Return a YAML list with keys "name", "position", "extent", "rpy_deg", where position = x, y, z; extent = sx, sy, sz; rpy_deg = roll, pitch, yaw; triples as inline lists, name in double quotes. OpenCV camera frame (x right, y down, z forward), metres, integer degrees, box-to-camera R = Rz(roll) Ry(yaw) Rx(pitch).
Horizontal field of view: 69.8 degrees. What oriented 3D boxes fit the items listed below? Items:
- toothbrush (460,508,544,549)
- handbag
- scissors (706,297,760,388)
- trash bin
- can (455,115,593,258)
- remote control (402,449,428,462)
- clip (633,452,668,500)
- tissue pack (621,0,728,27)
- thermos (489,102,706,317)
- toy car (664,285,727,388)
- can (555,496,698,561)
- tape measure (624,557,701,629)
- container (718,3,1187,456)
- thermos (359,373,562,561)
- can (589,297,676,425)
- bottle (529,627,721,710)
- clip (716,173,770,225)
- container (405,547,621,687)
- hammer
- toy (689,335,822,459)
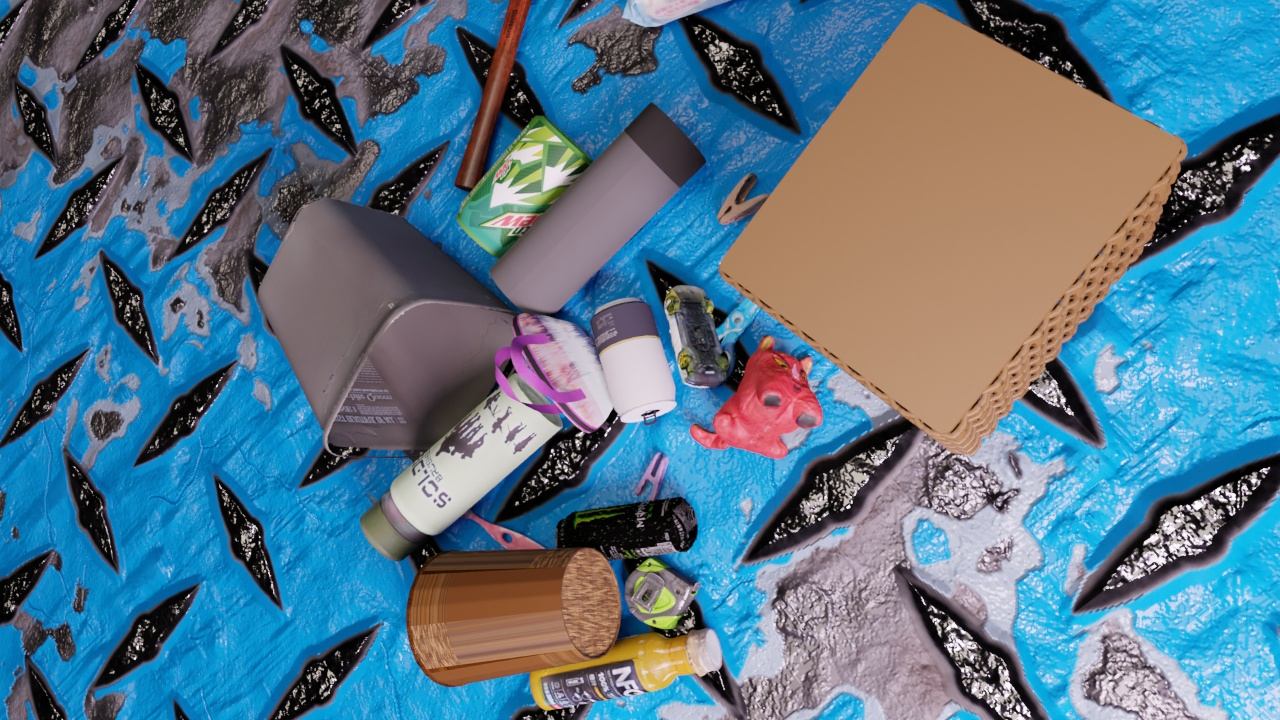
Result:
- name: "toothbrush"
  position: [-0.147, 0.185, 0.975]
  extent: [0.135, 0.016, 0.021]
  rpy_deg: [23, 91, 25]
- name: "handbag"
  position: [-0.089, 0.014, 0.889]
  extent: [0.068, 0.169, 0.144]
  rpy_deg: [-36, 81, 13]
- name: "scissors"
  position: [0.092, -0.034, 0.911]
  extent: [0.135, 0.015, 0.066]
  rpy_deg: [-49, 64, 7]
- name: "trash bin"
  position: [-0.273, -0.042, 0.971]
  extent: [0.220, 0.197, 0.198]
  rpy_deg: [45, 111, 29]
- name: "can"
  position: [-0.125, -0.184, 0.989]
  extent: [0.144, 0.083, 0.083]
  rpy_deg: [-47, 67, 10]
- name: "remote control"
  position: [-0.246, 0.101, 1.032]
  extent: [0.136, 0.015, 0.032]
  rpy_deg: [44, 99, 21]
- name: "clip"
  position: [0.016, 0.122, 0.918]
  extent: [0.052, 0.014, 0.041]
  rpy_deg: [-46, 67, 13]
- name: "tissue pack"
  position: [0.063, -0.426, 0.956]
  extent: [0.182, 0.070, 0.112]
  rpy_deg: [-11, 77, 24]
- name: "thermos"
  position: [-0.044, -0.151, 0.949]
  extent: [0.241, 0.082, 0.082]
  rpy_deg: [-44, 68, 11]
- name: "toy car"
  position: [0.052, -0.022, 0.898]
  extent: [0.033, 0.048, 0.105]
  rpy_deg: [-38, 59, 54]
- name: "can"
  position: [-0.013, 0.167, 0.899]
  extent: [0.138, 0.054, 0.054]
  rpy_deg: [-12, 77, 22]
- name: "tape measure"
  position: [0.016, 0.226, 0.887]
  extent: [0.066, 0.035, 0.058]
  rpy_deg: [25, 92, 24]
- name: "container"
  position: [0.245, -0.089, 0.741]
  extent: [0.219, 0.214, 0.252]
  rpy_deg: [40, 98, 24]
- name: "thermos"
  position: [-0.192, 0.115, 0.964]
  extent: [0.231, 0.082, 0.082]
  rpy_deg: [-42, 68, 6]
- name: "can"
  position: [-0.005, 0.005, 0.917]
  extent: [0.064, 0.064, 0.127]
  rpy_deg: [-22, 73, 19]
- name: "bottle"
  position: [-0.014, 0.294, 0.879]
  extent: [0.186, 0.053, 0.053]
  rpy_deg: [-18, 75, 20]
- name: "clip"
  position: [0.106, -0.155, 0.918]
  extent: [0.039, 0.024, 0.060]
  rpy_deg: [44, 109, 26]
- name: "container"
  position: [-0.116, 0.239, 0.877]
  extent: [0.168, 0.132, 0.132]
  rpy_deg: [-14, 76, 28]
- name: "hammer"
  position: [-0.160, -0.340, 1.060]
  extent: [0.111, 0.028, 0.300]
  rpy_deg: [15, 88, 26]
- name: "toy"
  position: [0.109, 0.042, 0.873]
  extent: [0.133, 0.088, 0.093]
  rpy_deg: [-34, 35, 35]
